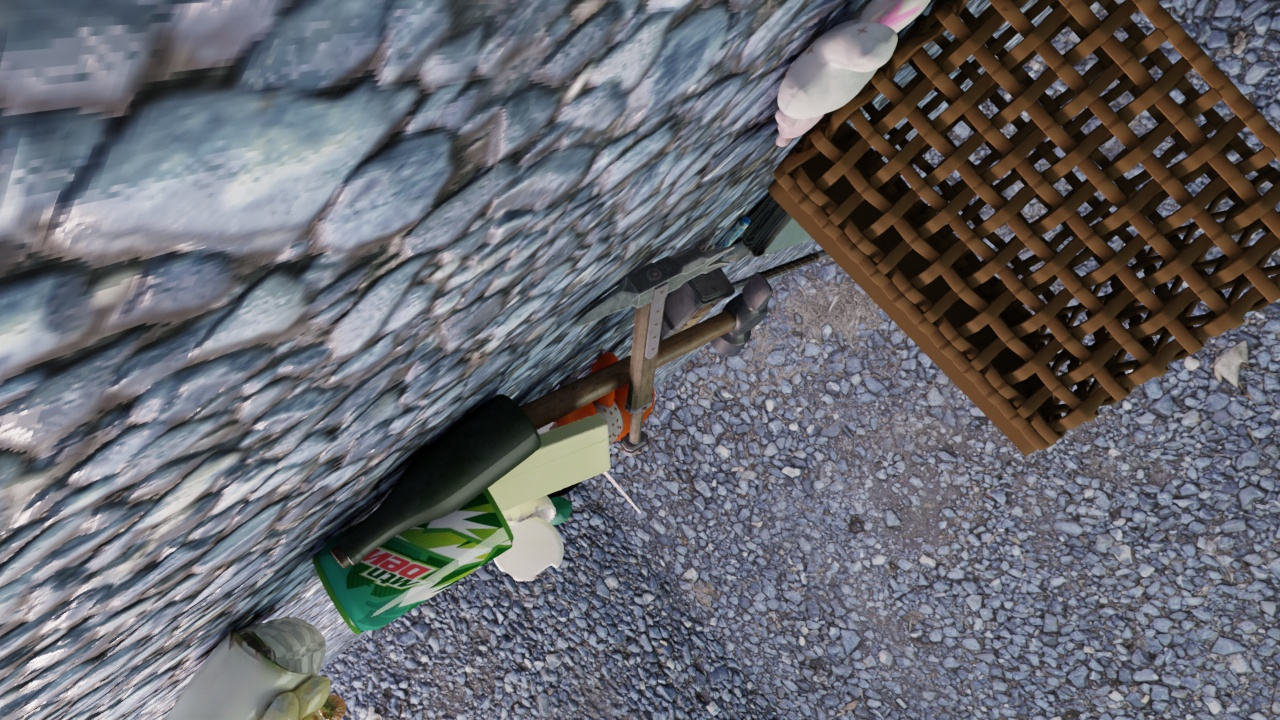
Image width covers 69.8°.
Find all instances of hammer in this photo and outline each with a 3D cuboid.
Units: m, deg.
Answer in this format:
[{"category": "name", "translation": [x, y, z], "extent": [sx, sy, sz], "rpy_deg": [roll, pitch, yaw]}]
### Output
[{"category": "hammer", "translation": [0.145, -0.098, 1.060], "extent": [0.321, 0.044, 0.099], "rpy_deg": [-22, 165, -39]}, {"category": "hammer", "translation": [-0.005, 0.005, 0.903], "extent": [0.321, 0.040, 0.130], "rpy_deg": [-26, 163, -24]}, {"category": "hammer", "translation": [-0.002, 0.015, 0.843], "extent": [0.146, 0.028, 0.317], "rpy_deg": [-28, 155, -19]}]

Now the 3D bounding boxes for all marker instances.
[{"category": "marker", "translation": [0.080, -0.114, 0.977], "extent": [0.013, 0.013, 0.142], "rpy_deg": [-38, 175, -32]}]

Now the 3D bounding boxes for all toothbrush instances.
[{"category": "toothbrush", "translation": [-0.062, 0.151, 1.309], "extent": [0.010, 0.181, 0.010], "rpy_deg": [-33, 167, -41]}, {"category": "toothbrush", "translation": [0.116, -0.129, 1.077], "extent": [0.024, 0.022, 0.185], "rpy_deg": [-21, -175, 26]}]

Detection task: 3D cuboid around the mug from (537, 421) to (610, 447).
[{"category": "mug", "translation": [-0.097, 0.107, 1.179], "extent": [0.115, 0.094, 0.068], "rpy_deg": [-19, 176, 5]}]

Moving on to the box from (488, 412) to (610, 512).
[{"category": "box", "translation": [-0.122, 0.113, 0.869], "extent": [0.187, 0.061, 0.134], "rpy_deg": [-19, 172, -20]}]

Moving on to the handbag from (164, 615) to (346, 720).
[{"category": "handbag", "translation": [-0.324, 0.292, 0.805], "extent": [0.112, 0.123, 0.171], "rpy_deg": [-55, 179, -10]}]

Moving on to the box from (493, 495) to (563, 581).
[{"category": "box", "translation": [-0.133, 0.160, 0.948], "extent": [0.081, 0.160, 0.091], "rpy_deg": [-42, 157, 0]}]

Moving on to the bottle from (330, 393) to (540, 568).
[{"category": "bottle", "translation": [-0.159, 0.097, 0.703], "extent": [0.173, 0.055, 0.055], "rpy_deg": [-38, 175, -21]}]

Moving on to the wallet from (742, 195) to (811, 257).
[{"category": "wallet", "translation": [0.165, -0.162, 0.969], "extent": [0.101, 0.054, 0.131], "rpy_deg": [-54, 168, 31]}]

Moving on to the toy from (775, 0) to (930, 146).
[{"category": "toy", "translation": [0.108, -0.161, 0.506], "extent": [0.075, 0.037, 0.126], "rpy_deg": [-45, -176, -23]}]

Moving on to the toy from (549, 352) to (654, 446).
[{"category": "toy", "translation": [-0.051, 0.059, 1.071], "extent": [0.172, 0.093, 0.164], "rpy_deg": [-35, 153, -42]}]

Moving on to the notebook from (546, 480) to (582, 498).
[{"category": "notebook", "translation": [-0.194, 0.198, 1.196], "extent": [0.231, 0.019, 0.169], "rpy_deg": [-20, 177, 3]}]

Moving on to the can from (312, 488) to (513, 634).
[{"category": "can", "translation": [-0.184, 0.153, 0.752], "extent": [0.144, 0.083, 0.083], "rpy_deg": [-30, 173, -15]}]

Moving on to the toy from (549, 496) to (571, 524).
[{"category": "toy", "translation": [-0.151, 0.167, 1.043], "extent": [0.194, 0.130, 0.072], "rpy_deg": [-18, 158, 32]}]

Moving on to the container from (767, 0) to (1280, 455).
[{"category": "container", "translation": [0.263, -0.126, 0.616], "extent": [0.215, 0.251, 0.219], "rpy_deg": [-43, -175, 29]}]
